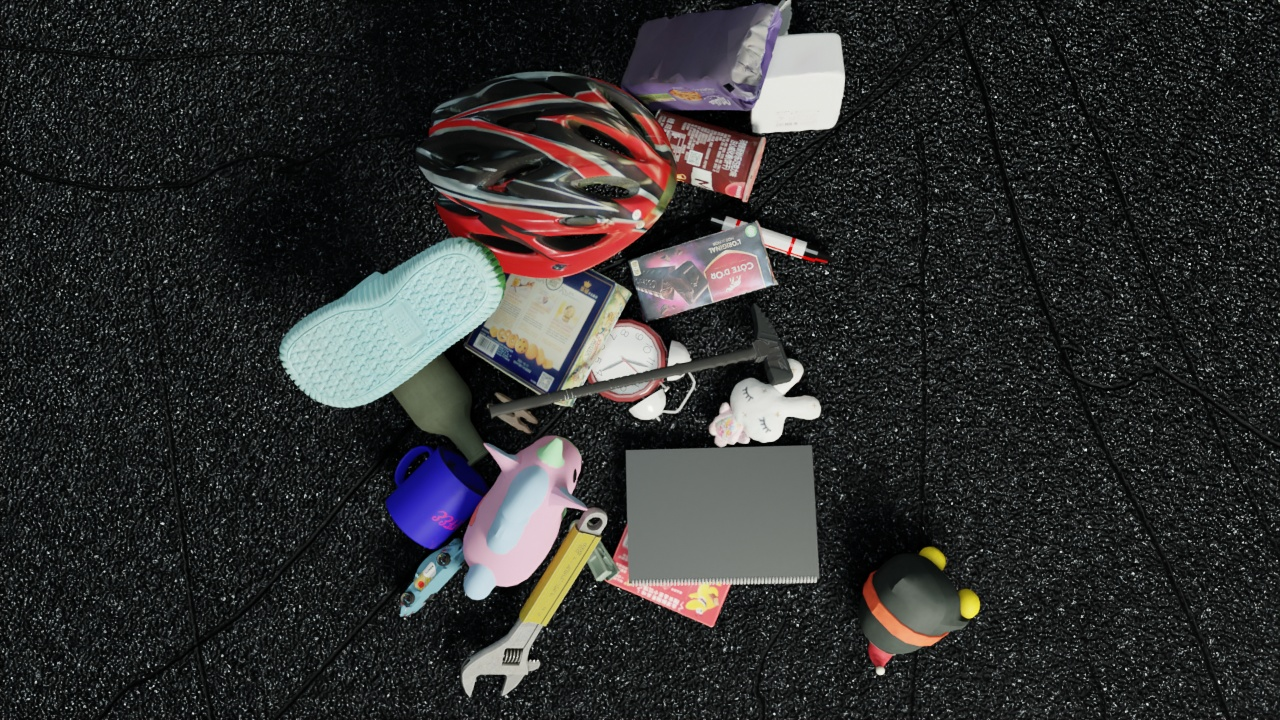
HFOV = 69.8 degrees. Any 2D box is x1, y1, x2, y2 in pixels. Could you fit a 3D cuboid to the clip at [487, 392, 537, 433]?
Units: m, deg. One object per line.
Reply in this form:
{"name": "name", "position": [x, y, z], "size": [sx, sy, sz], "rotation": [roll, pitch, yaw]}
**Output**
{"name": "clip", "position": [-0.145, 0.058, 1.047], "size": [0.047, 0.025, 0.062], "rotation": [-26, 90, 4]}

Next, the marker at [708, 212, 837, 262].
{"name": "marker", "position": [0.148, -0.134, 1.021], "size": [0.145, 0.019, 0.019], "rotation": [19, 92, 5]}

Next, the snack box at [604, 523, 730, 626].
{"name": "snack box", "position": [0.037, 0.232, 1.031], "size": [0.133, 0.021, 0.089], "rotation": [23, 92, 5]}

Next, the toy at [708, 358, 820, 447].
{"name": "toy", "position": [0.133, 0.053, 1.013], "size": [0.125, 0.037, 0.076], "rotation": [-26, 80, -2]}

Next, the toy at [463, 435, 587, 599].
{"name": "toy", "position": [-0.133, 0.172, 0.972], "size": [0.120, 0.171, 0.222], "rotation": [32, 93, 4]}

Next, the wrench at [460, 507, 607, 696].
{"name": "wrench", "position": [-0.114, 0.271, 1.013], "size": [0.083, 0.018, 0.274], "rotation": [22, 108, -26]}

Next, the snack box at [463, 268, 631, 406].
{"name": "snack box", "position": [-0.103, -0.045, 1.007], "size": [0.144, 0.042, 0.145], "rotation": [30, 93, 29]}

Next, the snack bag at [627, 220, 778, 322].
{"name": "snack bag", "position": [0.067, -0.098, 1.021], "size": [0.155, 0.018, 0.074], "rotation": [-16, 95, 10]}

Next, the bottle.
{"name": "bottle", "position": [-0.241, 0.027, 1.032], "size": [0.071, 0.071, 0.207], "rotation": [-38, 87, 4]}

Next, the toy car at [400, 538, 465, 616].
{"name": "toy car", "position": [-0.237, 0.241, 1.039], "size": [0.027, 0.060, 0.108], "rotation": [44, 94, 15]}

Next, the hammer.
{"name": "hammer", "position": [-0.001, 0.012, 0.968], "size": [0.324, 0.015, 0.095], "rotation": [-12, 68, -15]}

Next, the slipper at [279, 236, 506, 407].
{"name": "slipper", "position": [-0.254, -0.041, 0.963], "size": [0.277, 0.069, 0.116], "rotation": [-29, 98, 18]}

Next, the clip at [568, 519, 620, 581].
{"name": "clip", "position": [-0.054, 0.211, 1.025], "size": [0.023, 0.047, 0.076], "rotation": [-41, 62, 14]}

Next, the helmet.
{"name": "helmet", "position": [-0.098, -0.199, 0.945], "size": [0.272, 0.167, 0.217], "rotation": [6, 67, 22]}

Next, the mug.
{"name": "mug", "position": [-0.235, 0.143, 1.035], "size": [0.083, 0.079, 0.111], "rotation": [-45, 58, 4]}

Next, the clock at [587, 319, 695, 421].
{"name": "clock", "position": [-0.006, 0.006, 1.021], "size": [0.137, 0.048, 0.096], "rotation": [32, 93, 6]}

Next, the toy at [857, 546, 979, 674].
{"name": "toy", "position": [0.280, 0.265, 0.977], "size": [0.119, 0.099, 0.097], "rotation": [-59, 40, 25]}

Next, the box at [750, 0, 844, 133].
{"name": "box", "position": [0.160, -0.327, 0.983], "size": [0.103, 0.110, 0.130], "rotation": [-2, 71, 6]}

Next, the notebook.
{"name": "notebook", "position": [0.089, 0.171, 1.013], "size": [0.207, 0.016, 0.149], "rotation": [-2, 80, 2]}

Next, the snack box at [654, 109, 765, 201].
{"name": "snack box", "position": [0.069, -0.224, 1.003], "size": [0.121, 0.072, 0.072], "rotation": [17, 91, 6]}

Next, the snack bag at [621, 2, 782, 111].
{"name": "snack bag", "position": [0.059, -0.313, 0.954], "size": [0.058, 0.206, 0.096], "rotation": [19, 89, -38]}
